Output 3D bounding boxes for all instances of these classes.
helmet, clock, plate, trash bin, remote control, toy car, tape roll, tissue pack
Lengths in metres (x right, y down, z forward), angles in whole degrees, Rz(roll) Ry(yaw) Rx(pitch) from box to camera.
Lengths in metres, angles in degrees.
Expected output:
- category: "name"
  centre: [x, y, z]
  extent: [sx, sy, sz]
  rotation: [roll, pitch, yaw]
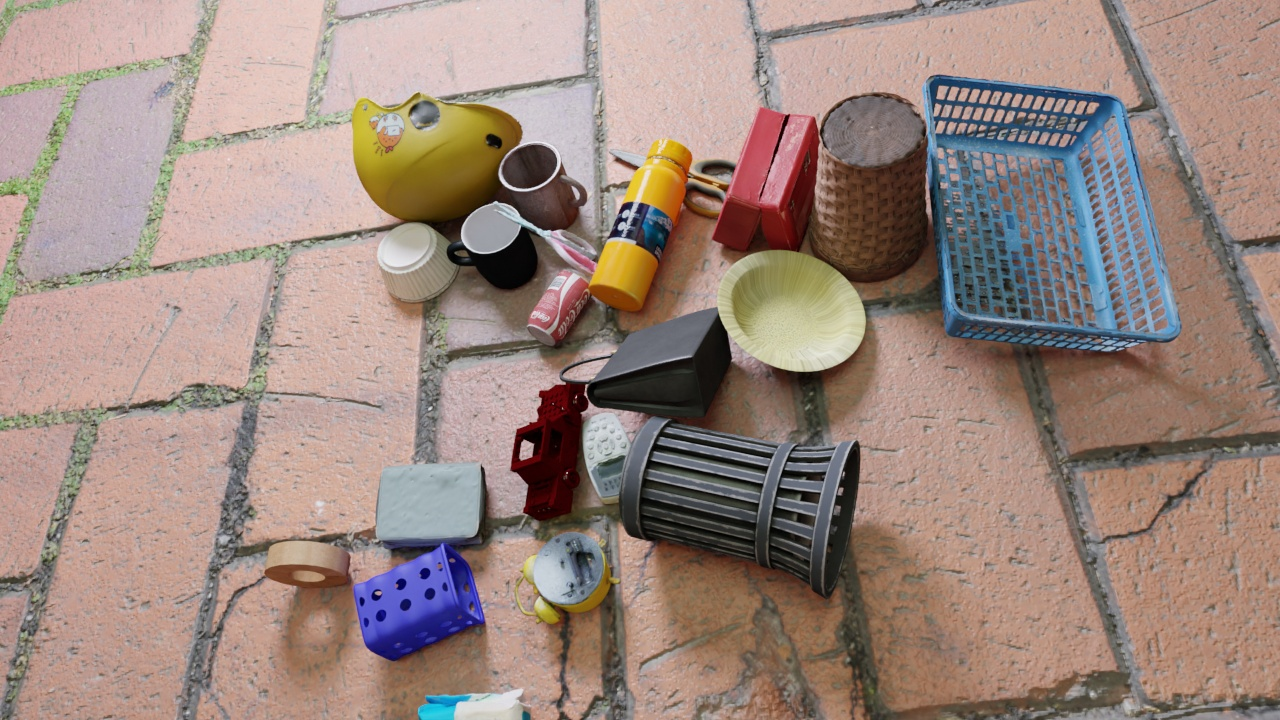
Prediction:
- category: "helmet"
  centre: [-0.290, -0.270, 1.300]
  extent: [0.240, 0.209, 0.139]
  rotation: [0, 75, 10]
- category: "clock"
  centre: [-0.087, 0.245, 1.032]
  extent: [0.119, 0.057, 0.083]
  rotation: [-23, 59, -1]
- category: "plate"
  centre: [0.183, -0.055, 1.139]
  extent: [0.184, 0.036, 0.184]
  rotation: [4, 56, -6]
- category: "trash bin"
  centre: [0.105, 0.146, 0.989]
  extent: [0.228, 0.164, 0.164]
  rotation: [10, 63, 22]
- category: "remote control"
  centre: [-0.037, 0.117, 1.111]
  extent: [0.060, 0.028, 0.114]
  rotation: [-18, 59, 3]
- category: "toy car"
  centre: [-0.111, 0.101, 1.105]
  extent: [0.070, 0.062, 0.169]
  rotation: [-21, 52, 39]
- category: "tape roll"
  centre: [-0.393, 0.242, 1.084]
  extent: [0.094, 0.094, 0.027]
  rotation: [-6, 60, 9]
- category: "tissue pack"
  centre: [-0.168, 0.446, 0.932]
  extent: [0.117, 0.066, 0.209]
  rotation: [-9, 61, 7]
- category: "trash bin"
  centre: [0.279, -0.215, 1.123]
  extent: [0.151, 0.210, 0.151]
  rotation: [-6, 59, 9]

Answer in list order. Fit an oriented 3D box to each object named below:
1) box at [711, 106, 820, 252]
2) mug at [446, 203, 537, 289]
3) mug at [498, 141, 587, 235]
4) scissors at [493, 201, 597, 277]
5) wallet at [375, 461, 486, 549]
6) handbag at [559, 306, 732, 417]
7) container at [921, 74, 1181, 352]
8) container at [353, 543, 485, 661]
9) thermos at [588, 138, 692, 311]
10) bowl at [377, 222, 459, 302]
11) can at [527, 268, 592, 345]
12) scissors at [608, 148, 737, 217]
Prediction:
- category: "box"
  centre: [0.160, -0.236, 1.205]
  extent: [0.127, 0.137, 0.157]
  rotation: [14, 68, 21]
- category: "mug"
  centre: [-0.208, -0.152, 1.266]
  extent: [0.122, 0.094, 0.085]
  rotation: [-6, 59, 10]
- category: "mug"
  centre: [-0.127, -0.237, 1.290]
  extent: [0.123, 0.110, 0.096]
  rotation: [17, 71, 21]
- category: "scissors"
  centre: [-0.127, -0.173, 1.232]
  extent: [0.016, 0.178, 0.101]
  rotation: [-51, 23, 24]
- category: "wallet"
  centre: [-0.251, 0.176, 1.115]
  extent: [0.132, 0.054, 0.100]
  rotation: [-4, 69, 9]
- category: "handbag"
  centre: [-0.006, 0.006, 1.100]
  extent: [0.196, 0.072, 0.175]
  rotation: [-6, 19, 18]
- category: "container"
  centre: [0.464, -0.170, 1.098]
  extent: [0.257, 0.089, 0.361]
  rotation: [6, 61, -2]
- category: "container"
  centre: [-0.250, 0.276, 1.037]
  extent: [0.113, 0.085, 0.084]
  rotation: [-24, 58, 0]
- category: "thermos"
  centre: [0.005, -0.182, 1.236]
  extent: [0.076, 0.091, 0.232]
  rotation: [18, 74, 6]
- category: "bowl"
  centre: [-0.323, -0.147, 1.308]
  extent: [0.115, 0.062, 0.115]
  rotation: [-6, 60, 10]
- category: "can"
  centre: [-0.107, -0.071, 1.220]
  extent: [0.054, 0.054, 0.096]
  rotation: [23, 68, 23]
- category: "scissors"
  centre: [0.053, -0.279, 1.324]
  extent: [0.229, 0.016, 0.113]
  rotation: [31, 71, 26]
